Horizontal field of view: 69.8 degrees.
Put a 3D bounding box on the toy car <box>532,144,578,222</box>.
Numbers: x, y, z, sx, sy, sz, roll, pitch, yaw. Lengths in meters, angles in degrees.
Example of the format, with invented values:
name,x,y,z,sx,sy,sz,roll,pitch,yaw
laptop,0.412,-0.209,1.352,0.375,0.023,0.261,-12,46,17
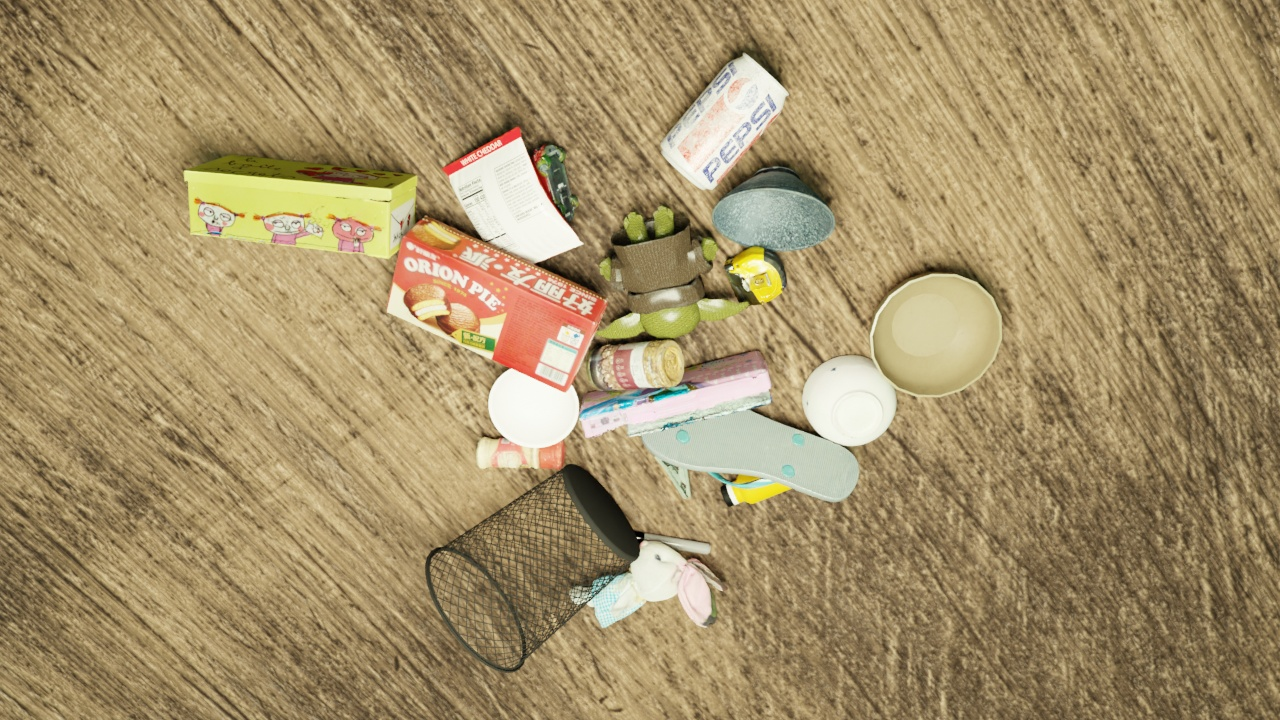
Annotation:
name,x,y,z,sx,sy,sz,roll,pitch,yaw
toy car,-0.100,-0.200,1.045,0.036,0.042,0.091,3,118,26

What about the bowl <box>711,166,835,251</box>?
name,x,y,z,sx,sy,sz,roll,pitch,yaw
bowl,0.150,-0.179,1.028,0.137,0.137,0.057,9,70,-2

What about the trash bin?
name,x,y,z,sx,sy,sz,roll,pitch,yaw
trash bin,-0.126,0.248,1.144,0.210,0.184,0.184,-39,105,8

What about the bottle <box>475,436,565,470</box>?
name,x,y,z,sx,sy,sz,roll,pitch,yaw
bottle,-0.151,0.117,1.161,0.109,0.044,0.044,0,110,3

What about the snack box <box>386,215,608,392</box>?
name,x,y,z,sx,sy,sz,roll,pitch,yaw
snack box,-0.167,-0.064,1.058,0.236,0.060,0.113,24,128,-1

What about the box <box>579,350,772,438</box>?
name,x,y,z,sx,sy,sz,roll,pitch,yaw
box,0.044,0.047,1.108,0.230,0.084,0.053,-15,108,6

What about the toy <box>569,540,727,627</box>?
name,x,y,z,sx,sy,sz,roll,pitch,yaw
toy,0.002,0.285,1.199,0.206,0.130,0.105,-10,96,19

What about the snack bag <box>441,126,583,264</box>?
name,x,y,z,sx,sy,sz,roll,pitch,yaw
snack bag,-0.148,-0.174,1.039,0.131,0.039,0.144,-16,112,39

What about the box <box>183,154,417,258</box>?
name,x,y,z,sx,sy,sz,roll,pitch,yaw
box,-0.372,-0.175,1.020,0.221,0.124,0.081,9,110,0

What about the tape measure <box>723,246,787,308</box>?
name,x,y,z,sx,sy,sz,roll,pitch,yaw
tape measure,0.137,-0.098,1.074,0.064,0.037,0.065,-19,115,18

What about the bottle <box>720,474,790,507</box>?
name,x,y,z,sx,sy,sz,roll,pitch,yaw
bottle,0.172,0.147,1.163,0.144,0.043,0.043,-24,108,10

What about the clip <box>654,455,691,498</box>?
name,x,y,z,sx,sy,sz,roll,pitch,yaw
clip,0.049,0.144,1.177,0.059,0.023,0.076,-19,106,10

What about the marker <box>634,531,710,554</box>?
name,x,y,z,sx,sy,sz,roll,pitch,yaw
marker,0.023,0.239,1.215,0.140,0.016,0.016,10,110,-2

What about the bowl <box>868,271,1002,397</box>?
name,x,y,z,sx,sy,sz,roll,pitch,yaw
bowl,0.344,-0.036,1.088,0.152,0.050,0.152,0,110,1

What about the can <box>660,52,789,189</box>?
name,x,y,z,sx,sy,sz,roll,pitch,yaw
can,0.091,-0.259,0.999,0.078,0.078,0.136,39,106,-12

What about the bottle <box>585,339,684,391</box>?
name,x,y,z,sx,sy,sz,roll,pitch,yaw
bottle,-0.006,0.006,1.088,0.105,0.056,0.056,-5,112,33

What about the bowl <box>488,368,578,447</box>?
name,x,y,z,sx,sy,sz,roll,pitch,yaw
bowl,-0.130,0.050,1.137,0.110,0.040,0.110,1,110,1

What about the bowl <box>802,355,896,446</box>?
name,x,y,z,sx,sy,sz,roll,pitch,yaw
bowl,0.258,0.055,1.118,0.113,0.063,0.113,0,109,1

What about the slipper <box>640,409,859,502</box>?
name,x,y,z,sx,sy,sz,roll,pitch,yaw
slipper,0.134,0.109,1.135,0.269,0.055,0.098,13,66,6

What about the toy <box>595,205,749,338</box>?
name,x,y,z,sx,sy,sz,roll,pitch,yaw
toy,0.024,-0.099,1.059,0.179,0.078,0.153,-11,116,9
